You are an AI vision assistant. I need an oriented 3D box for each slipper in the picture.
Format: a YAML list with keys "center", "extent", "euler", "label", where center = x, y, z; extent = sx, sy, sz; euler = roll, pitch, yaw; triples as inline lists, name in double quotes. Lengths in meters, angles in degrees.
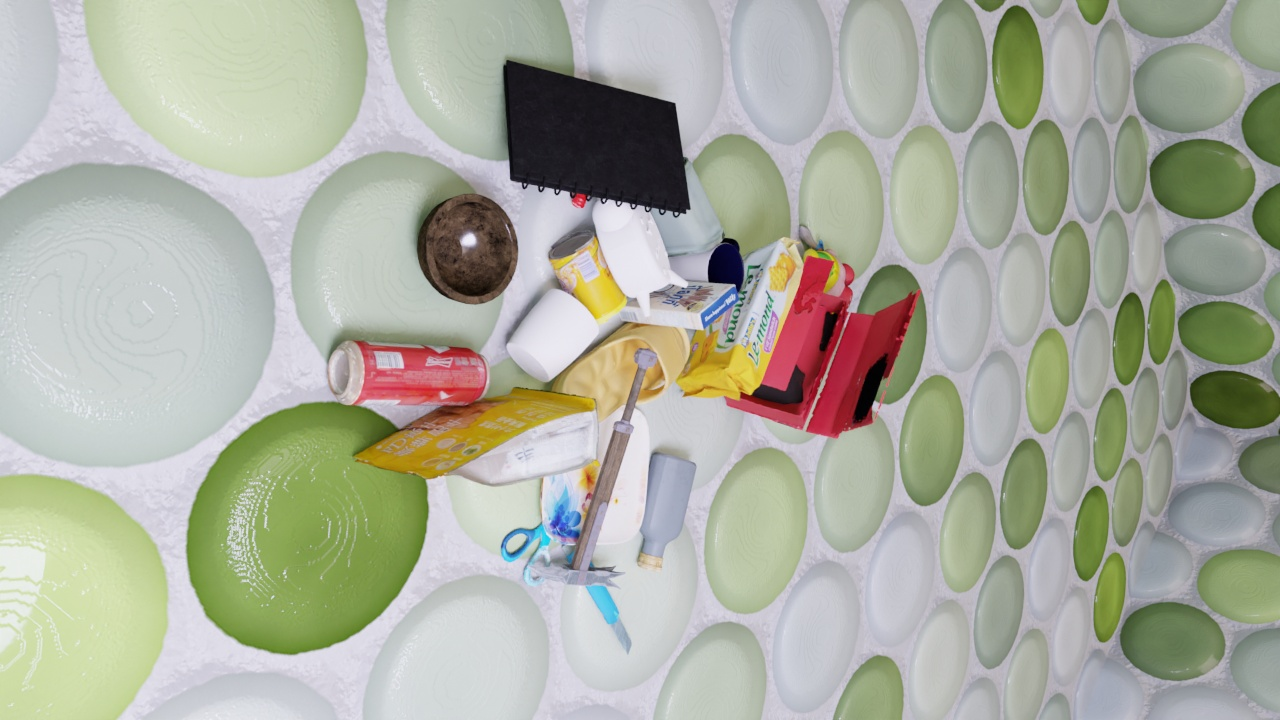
- center: [-0.007, 0.007, 1.211]
  extent: [0.262, 0.079, 0.099]
  euler: [-33, 106, -42]
  label: "slipper"

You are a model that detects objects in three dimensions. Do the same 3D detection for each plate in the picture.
- center: [-0.060, 0.148, 1.214]
  extent: [0.186, 0.016, 0.187]
  euler: [10, 82, -45]
  label: "plate"

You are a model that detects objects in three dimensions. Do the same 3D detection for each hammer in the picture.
- center: [-0.041, 0.134, 1.157]
  extent: [0.146, 0.028, 0.317]
  euler: [14, 95, -39]
  label: "hammer"

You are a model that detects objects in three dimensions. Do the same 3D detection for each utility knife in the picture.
- center: [-0.055, 0.323, 1.245]
  extent: [0.031, 0.015, 0.209]
  euler: [-41, 117, -33]
  label: "utility knife"

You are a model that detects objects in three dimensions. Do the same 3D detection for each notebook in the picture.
- center: [-0.050, -0.263, 1.104]
  extent: [0.231, 0.019, 0.169]
  euler: [6, 66, -28]
  label: "notebook"

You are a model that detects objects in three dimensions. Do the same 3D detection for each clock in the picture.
- center: [-0.002, -0.151, 1.171]
  extent: [0.125, 0.073, 0.161]
  euler: [-84, 151, -62]
  label: "clock"

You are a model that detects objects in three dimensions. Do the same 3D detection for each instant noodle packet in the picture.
- center: [-0.177, 0.094, 1.001]
  extent: [0.221, 0.163, 0.084]
  euler: [-13, 104, -43]
  label: "instant noodle packet"

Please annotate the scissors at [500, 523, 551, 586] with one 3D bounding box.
- center: [-0.126, 0.211, 1.169]
  extent: [0.090, 0.014, 0.140]
  euler: [44, 63, -31]
  label: "scissors"

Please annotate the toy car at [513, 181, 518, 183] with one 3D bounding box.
- center: [-0.109, -0.246, 1.114]
  extent: [0.112, 0.049, 0.040]
  euler: [-49, 121, -28]
  label: "toy car"

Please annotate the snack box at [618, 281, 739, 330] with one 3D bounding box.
- center: [0.048, -0.076, 1.212]
  extent: [0.081, 0.150, 0.026]
  euler: [-37, 121, -35]
  label: "snack box"

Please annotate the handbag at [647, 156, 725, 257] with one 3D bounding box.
- center: [0.046, -0.205, 1.231]
  extent: [0.067, 0.106, 0.122]
  euler: [-51, 126, -32]
  label: "handbag"

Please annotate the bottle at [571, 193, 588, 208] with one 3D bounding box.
- center: [-0.059, -0.248, 1.171]
  extent: [0.036, 0.036, 0.118]
  euler: [34, 71, -41]
  label: "bottle"

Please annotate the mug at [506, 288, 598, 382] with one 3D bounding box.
- center: [-0.107, -0.019, 1.128]
  extent: [0.087, 0.081, 0.114]
  euler: [-50, 157, -22]
  label: "mug"

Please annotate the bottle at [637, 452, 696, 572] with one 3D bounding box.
- center: [0.031, 0.216, 1.297]
  extent: [0.072, 0.046, 0.161]
  euler: [22, 79, -43]
  label: "bottle"

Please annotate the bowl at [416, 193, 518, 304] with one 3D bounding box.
- center: [-0.202, -0.124, 1.029]
  extent: [0.121, 0.056, 0.121]
  euler: [-5, 98, -44]
  label: "bowl"

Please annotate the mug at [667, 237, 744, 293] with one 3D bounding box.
- center: [0.092, -0.134, 1.287]
  extent: [0.111, 0.097, 0.079]
  euler: [-50, 125, -29]
  label: "mug"

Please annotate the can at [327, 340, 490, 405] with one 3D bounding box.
- center: [-0.247, 0.015, 0.991]
  extent: [0.169, 0.067, 0.067]
  euler: [3, 92, -44]
  label: "can"

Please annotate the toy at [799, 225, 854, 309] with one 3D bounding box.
- center: [0.298, -0.149, 1.498]
  extent: [0.131, 0.097, 0.124]
  euler: [22, 71, -24]
  label: "toy"

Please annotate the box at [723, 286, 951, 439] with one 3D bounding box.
- center: [0.289, 0.001, 1.346]
  extent: [0.124, 0.316, 0.210]
  euler: [40, 67, -42]
  label: "box"

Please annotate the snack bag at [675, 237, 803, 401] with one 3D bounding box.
- center: [0.142, -0.049, 1.297]
  extent: [0.068, 0.160, 0.246]
  euler: [30, 72, -21]
  label: "snack bag"

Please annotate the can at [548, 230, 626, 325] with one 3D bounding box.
- center: [-0.066, -0.103, 1.156]
  extent: [0.067, 0.068, 0.105]
  euler: [-45, 122, -32]
  label: "can"
